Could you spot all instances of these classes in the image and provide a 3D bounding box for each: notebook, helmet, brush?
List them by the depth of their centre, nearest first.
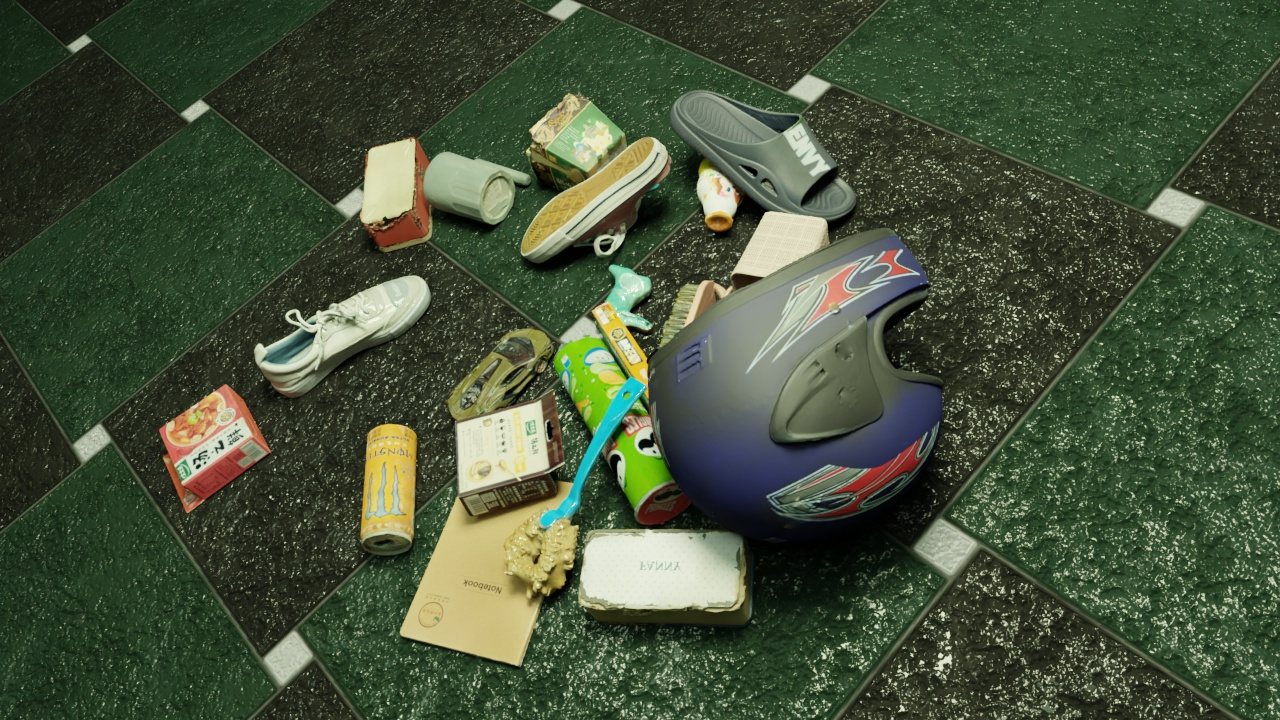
[{"bbox_3d":[0.171,0.040,0.888,0.315,0.248,0.240,-28,81,-11],"label":"helmet"},{"bbox_3d":[-0.066,0.131,0.964,0.083,0.046,0.254,28,89,38],"label":"brush"},{"bbox_3d":[-0.161,0.218,1.007,0.148,0.008,0.207,7,59,21],"label":"notebook"},{"bbox_3d":[0.068,-0.033,1.077,0.073,0.063,0.145,6,57,25],"label":"brush"}]

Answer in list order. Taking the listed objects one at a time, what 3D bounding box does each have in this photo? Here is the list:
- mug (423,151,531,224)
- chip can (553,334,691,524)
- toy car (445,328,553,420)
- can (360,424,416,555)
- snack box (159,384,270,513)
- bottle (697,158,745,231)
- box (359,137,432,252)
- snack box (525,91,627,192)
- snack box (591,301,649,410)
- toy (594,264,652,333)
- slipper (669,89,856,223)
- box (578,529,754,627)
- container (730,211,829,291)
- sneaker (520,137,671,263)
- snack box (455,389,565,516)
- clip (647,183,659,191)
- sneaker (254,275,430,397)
[{"bbox_3d":[-0.231,-0.253,1.318,0.103,0.084,0.123,21,40,27],"label":"mug"},{"bbox_3d":[-0.023,0.072,1.027,0.072,0.072,0.236,-30,52,-5],"label":"chip can"},{"bbox_3d":[-0.173,0.018,1.130,0.070,0.042,0.157,26,65,29],"label":"toy car"},{"bbox_3d":[-0.290,0.148,1.063,0.058,0.058,0.145,-14,54,7],"label":"can"},{"bbox_3d":[-0.557,0.111,1.179,0.127,0.044,0.113,-38,54,-10],"label":"snack box"},{"bbox_3d":[0.105,-0.219,1.194,0.063,0.063,0.108,-3,56,15],"label":"bottle"},{"bbox_3d":[-0.361,-0.250,1.346,0.091,0.080,0.168,-13,53,7],"label":"box"},{"bbox_3d":[-0.079,-0.286,1.277,0.105,0.118,0.118,37,75,21],"label":"snack box"},{"bbox_3d":[-0.006,0.006,1.063,0.026,0.075,0.153,-29,53,-6],"label":"snack box"},{"bbox_3d":[-0.018,-0.071,1.151,0.096,0.030,0.091,24,71,21],"label":"toy"},{"bbox_3d":[0.155,-0.269,1.150,0.268,0.083,0.110,37,58,11],"label":"slipper"},{"bbox_3d":[0.032,0.217,0.920,0.184,0.059,0.089,0,57,15],"label":"box"},{"bbox_3d":[0.170,-0.109,1.084,0.090,0.090,0.110,11,57,23],"label":"container"},{"bbox_3d":[-0.050,-0.193,1.211,0.241,0.088,0.118,-33,38,20],"label":"sneaker"},{"bbox_3d":[-0.145,0.104,1.043,0.125,0.053,0.113,-15,47,2],"label":"snack box"},{"bbox_3d":[-0.003,-0.241,1.267,0.056,0.043,0.014,-19,51,4],"label":"clip"},{"bbox_3d":[-0.397,-0.051,1.214,0.242,0.091,0.089,-35,55,-9],"label":"sneaker"}]
